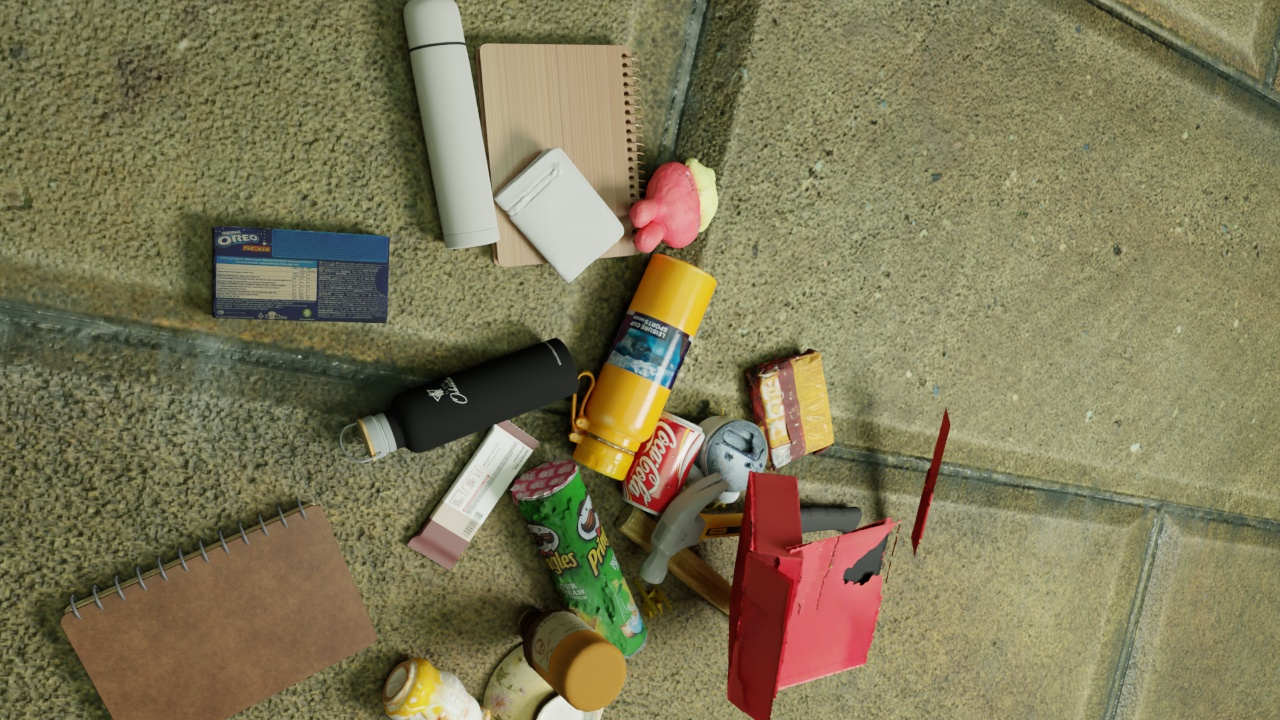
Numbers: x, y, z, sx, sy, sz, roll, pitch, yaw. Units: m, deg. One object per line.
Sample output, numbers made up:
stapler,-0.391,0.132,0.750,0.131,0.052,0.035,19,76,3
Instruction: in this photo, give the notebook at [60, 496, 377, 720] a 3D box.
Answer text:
notebook,-0.378,0.239,0.840,0.225,0.024,0.167,-24,109,-22

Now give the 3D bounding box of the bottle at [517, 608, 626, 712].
bottle,-0.080,0.289,0.923,0.067,0.157,0.068,-4,98,-30

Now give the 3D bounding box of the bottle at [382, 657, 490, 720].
bottle,-0.203,0.345,0.923,0.109,0.063,0.063,38,81,-26

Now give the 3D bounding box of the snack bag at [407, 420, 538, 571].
snack bag,-0.169,0.134,0.934,0.057,0.013,0.157,38,81,-29

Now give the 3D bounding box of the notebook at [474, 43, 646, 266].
notebook,-0.073,-0.206,0.923,0.168,0.022,0.210,-8,102,-25

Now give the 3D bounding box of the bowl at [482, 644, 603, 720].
bowl,-0.092,0.375,0.983,0.145,0.063,0.145,-4,100,-25

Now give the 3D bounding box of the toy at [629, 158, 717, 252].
toy,0.036,-0.161,0.959,0.134,0.045,0.092,-33,122,-39

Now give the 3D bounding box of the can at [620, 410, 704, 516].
can,0.022,0.111,0.998,0.064,0.064,0.104,26,86,-28

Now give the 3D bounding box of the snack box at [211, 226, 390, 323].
snack box,-0.303,-0.076,0.825,0.150,0.027,0.082,1,96,-28

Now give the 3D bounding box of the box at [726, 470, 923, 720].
box,0.185,0.329,0.814,0.141,0.510,0.216,-4,121,-12

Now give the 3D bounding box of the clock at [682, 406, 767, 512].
clock,0.091,0.116,1.038,0.083,0.057,0.117,31,84,-28

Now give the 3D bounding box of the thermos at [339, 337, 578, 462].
thermos,-0.175,0.043,0.889,0.230,0.061,0.061,-21,107,-23

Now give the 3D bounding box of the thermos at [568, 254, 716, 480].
thermos,-0.006,0.006,0.967,0.232,0.091,0.076,-67,158,-3

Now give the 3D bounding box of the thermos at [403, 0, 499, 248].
thermos,-0.175,-0.218,0.851,0.052,0.052,0.224,-14,104,-24

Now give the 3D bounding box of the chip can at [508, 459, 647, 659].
chip can,-0.061,0.216,0.968,0.075,0.075,0.223,-29,110,-20

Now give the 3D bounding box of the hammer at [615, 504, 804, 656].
hammer,0.091,0.274,1.080,0.330,0.033,0.132,43,80,-25

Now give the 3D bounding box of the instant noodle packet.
instant noodle packet,0.177,0.060,1.083,0.098,0.040,0.135,-17,104,-23

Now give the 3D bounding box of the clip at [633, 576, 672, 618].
clip,0.016,0.270,1.036,0.044,0.054,0.049,-41,140,1

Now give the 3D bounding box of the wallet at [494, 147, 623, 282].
wallet,-0.079,-0.145,0.903,0.086,0.032,0.116,-38,115,-3

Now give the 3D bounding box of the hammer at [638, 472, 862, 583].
hammer,0.146,0.188,1.059,0.323,0.029,0.127,5,116,-38
